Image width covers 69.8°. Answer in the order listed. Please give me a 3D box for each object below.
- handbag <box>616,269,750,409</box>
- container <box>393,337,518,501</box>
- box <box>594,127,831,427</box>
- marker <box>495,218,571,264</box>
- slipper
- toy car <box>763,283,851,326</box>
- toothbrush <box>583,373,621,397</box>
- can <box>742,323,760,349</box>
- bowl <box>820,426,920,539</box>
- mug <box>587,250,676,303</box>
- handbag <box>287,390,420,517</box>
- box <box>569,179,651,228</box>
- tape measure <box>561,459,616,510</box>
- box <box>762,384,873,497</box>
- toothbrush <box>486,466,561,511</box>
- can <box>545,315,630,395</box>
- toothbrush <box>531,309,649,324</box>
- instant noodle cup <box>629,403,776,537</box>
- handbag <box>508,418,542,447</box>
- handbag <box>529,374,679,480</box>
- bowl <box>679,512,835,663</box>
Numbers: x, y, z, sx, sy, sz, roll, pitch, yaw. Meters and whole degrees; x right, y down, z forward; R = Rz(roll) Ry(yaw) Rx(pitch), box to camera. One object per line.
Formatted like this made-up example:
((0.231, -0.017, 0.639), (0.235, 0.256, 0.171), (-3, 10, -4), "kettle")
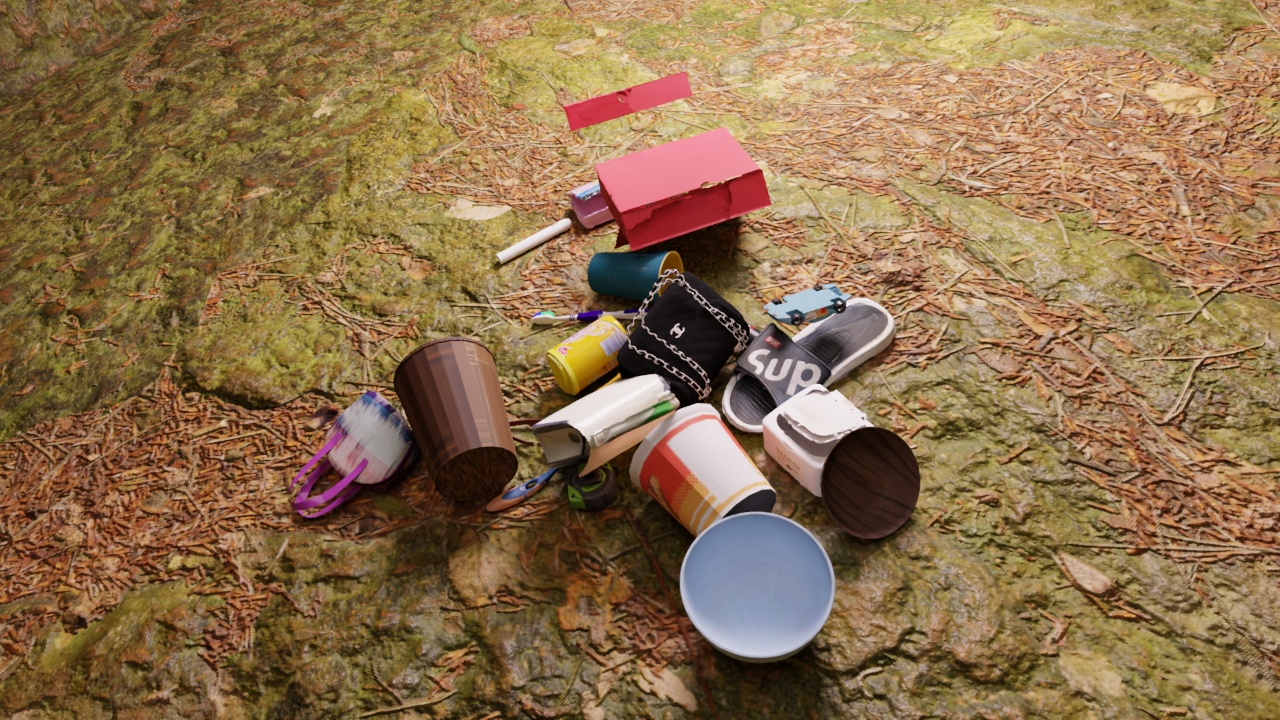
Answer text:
((0.057, -0.026, 1.140), (0.125, 0.115, 0.153), (34, 72, 14), "handbag")
((-0.221, 0.076, 1.131), (0.132, 0.132, 0.167), (-22, 51, -7), "container")
((0.100, -0.128, 1.281), (0.212, 0.128, 0.425), (-19, 77, -9), "box")
((-0.167, -0.189, 1.445), (0.133, 0.017, 0.020), (-30, 10, -15), "marker")
((0.206, -0.009, 1.144), (0.263, 0.063, 0.111), (-30, 47, -18), "slipper")
((0.209, -0.063, 1.150), (0.107, 0.027, 0.060), (-18, 33, -17), "toy car")
((-0.007, 0.007, 1.205), (0.196, 0.031, 0.031), (-35, 33, -16), "toothbrush")
((0.131, -0.037, 1.210), (0.031, 0.031, 0.080), (-36, 49, -21), "can")
((0.240, 0.130, 0.986), (0.119, 0.119, 0.032), (-31, 7, -16), "bowl")
((-0.009, -0.120, 1.301), (0.121, 0.078, 0.078), (7, 49, 28), "mug")
((-0.371, 0.128, 1.164), (0.169, 0.068, 0.144), (-44, 52, -18), "handbag")
((-0.004, -0.294, 1.473), (0.230, 0.063, 0.084), (-25, 46, -9), "box")
((-0.059, 0.143, 1.080), (0.058, 0.036, 0.065), (-16, 44, -3), "tape measure")
((0.203, 0.073, 1.037), (0.102, 0.102, 0.108), (-33, 50, -16), "box")
((-0.125, 0.147, 1.110), (0.135, 0.017, 0.021), (-30, 43, -12), "toothbrush")
((-0.066, -0.008, 1.207), (0.105, 0.068, 0.067), (-34, 48, -18), "can")
((-0.064, -0.063, 1.297), (0.187, 0.015, 0.016), (-2, 41, 12), "toothbrush")
((0.074, 0.134, 1.005), (0.123, 0.124, 0.121), (-32, 55, -17), "instant noodle cup")
((-0.131, 0.090, 1.161), (0.120, 0.029, 0.055), (4, 46, 25), "handbag")
((-0.020, 0.073, 1.051), (0.150, 0.074, 0.176), (-28, 9, -40), "handbag")
((0.117, 0.235, 0.914), (0.150, 0.075, 0.150), (-5, 53, 6), "bowl")
